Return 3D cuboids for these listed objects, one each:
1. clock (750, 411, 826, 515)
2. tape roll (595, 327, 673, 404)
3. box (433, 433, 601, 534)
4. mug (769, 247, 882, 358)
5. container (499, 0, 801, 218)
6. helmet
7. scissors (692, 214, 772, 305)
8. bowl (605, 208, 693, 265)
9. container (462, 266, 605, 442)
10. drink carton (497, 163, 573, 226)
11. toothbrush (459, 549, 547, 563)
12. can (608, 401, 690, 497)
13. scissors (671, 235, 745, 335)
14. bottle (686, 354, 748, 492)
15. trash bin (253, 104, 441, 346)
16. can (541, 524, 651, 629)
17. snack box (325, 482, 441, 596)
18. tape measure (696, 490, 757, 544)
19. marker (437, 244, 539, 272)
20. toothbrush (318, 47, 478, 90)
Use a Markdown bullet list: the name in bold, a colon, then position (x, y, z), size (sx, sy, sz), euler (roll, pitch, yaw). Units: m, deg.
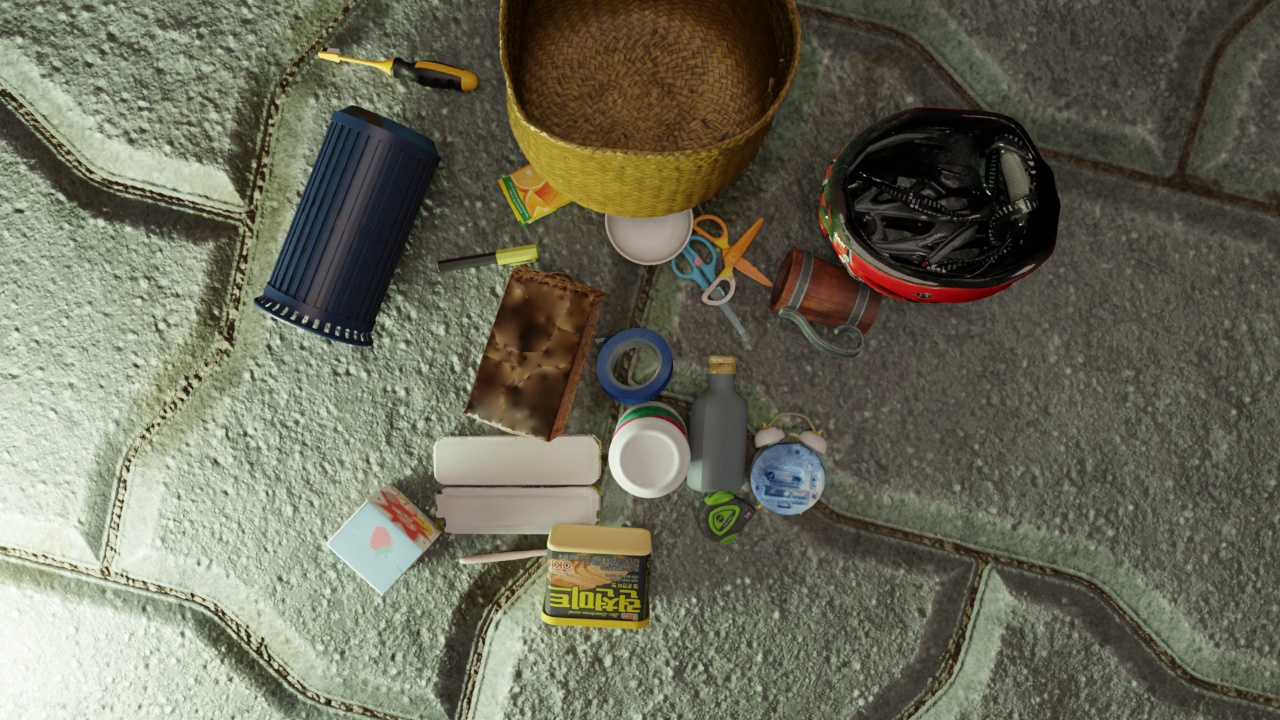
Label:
- **clock**: position (0.179, 0.124, 1.113), size (0.089, 0.052, 0.125), euler (8, 96, 1)
- **tape roll**: position (-0.007, 0.006, 1.102), size (0.091, 0.016, 0.093), euler (-11, 64, 4)
- **box**: position (-0.152, 0.154, 1.142), size (0.209, 0.023, 0.127), euler (0, 97, 3)
- **mug**: position (0.215, -0.063, 1.071), size (0.111, 0.082, 0.117), euler (18, 59, -4)
- **container**: position (0.004, -0.305, 0.980), size (0.307, 0.197, 0.306), euler (0, 76, 0)
- **helmet**: position (0.323, -0.164, 1.018), size (0.272, 0.167, 0.217), euler (-3, 76, -9)
- **scissors**: position (0.108, -0.123, 1.106), size (0.125, 0.011, 0.128), euler (35, 89, -7)
- **bowl**: position (0.011, -0.166, 1.090), size (0.105, 0.054, 0.105), euler (0, 97, 2)
- **container**: position (-0.124, -0.008, 1.079), size (0.114, 0.112, 0.198), euler (17, 94, 0)
- **drink carton**: position (-0.100, -0.215, 1.094), size (0.122, 0.041, 0.058), euler (-27, 94, 3)
- **toothbrush**: position (-0.137, 0.246, 1.153), size (0.181, 0.015, 0.018), euler (-5, 101, 2)
- **can**: position (0.012, 0.098, 1.058), size (0.088, 0.166, 0.088), euler (0, 95, 1)
- **scissors**: position (0.088, -0.087, 1.115), size (0.056, 0.015, 0.137), euler (-34, 90, 2)
- **bottle**: position (0.095, 0.074, 1.106), size (0.072, 0.046, 0.161), euler (-1, 97, -34)
- **trash bin**: position (-0.332, -0.157, 1.060), size (0.139, 0.139, 0.249), euler (23, 94, -1)
- **can**: position (-0.051, 0.260, 1.112), size (0.131, 0.072, 0.101), euler (3, 106, -1)
- **snack box**: position (-0.308, 0.214, 1.114), size (0.093, 0.094, 0.079), euler (43, 95, -2)
- **tape measure**: position (0.100, 0.191, 1.131), size (0.058, 0.036, 0.065), euler (39, 92, -11)
- **marker**: position (-0.185, -0.122, 1.117), size (0.124, 0.017, 0.021), euler (-8, 95, 4)
- **toothbrush**: position (-0.289, -0.349, 1.094), size (0.197, 0.031, 0.030), euler (11, 64, 4)
